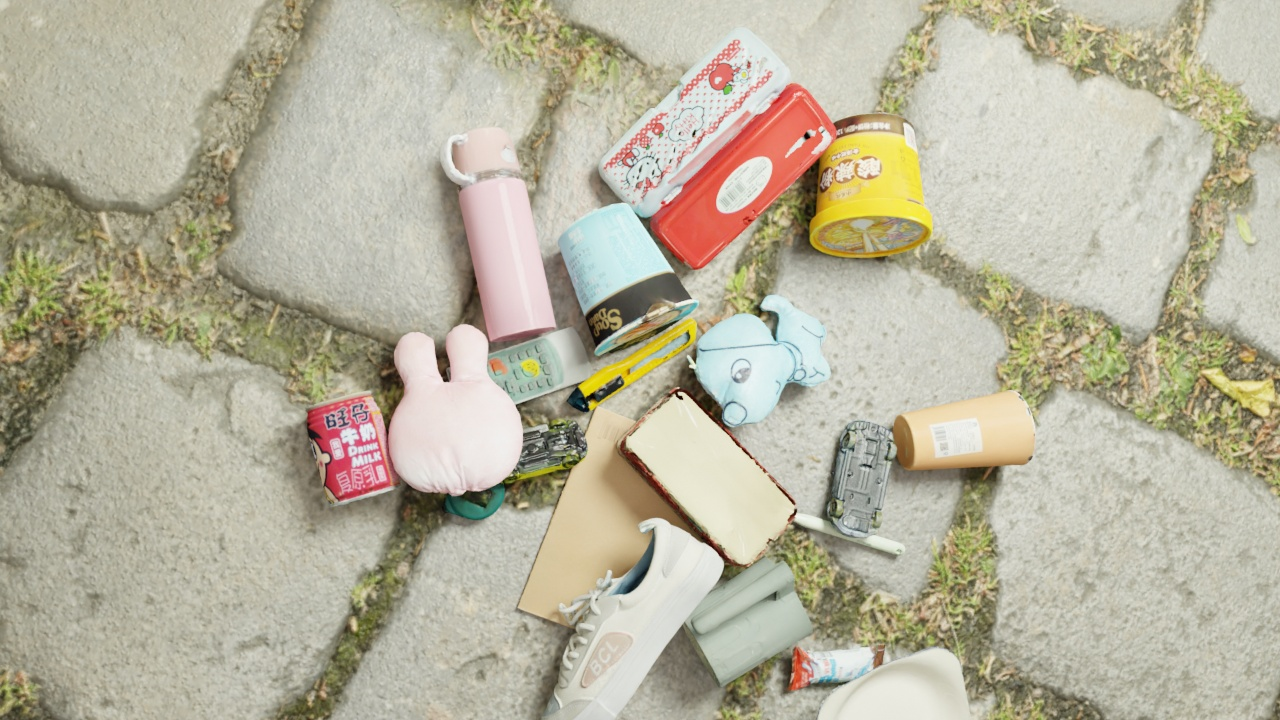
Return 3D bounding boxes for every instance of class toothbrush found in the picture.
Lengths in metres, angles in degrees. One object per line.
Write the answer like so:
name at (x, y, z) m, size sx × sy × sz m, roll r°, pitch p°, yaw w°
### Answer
toothbrush at (0.183, 0.169, 0.934) m, size 0.189 × 0.020 × 0.029 m, roll 17°, pitch 111°, yaw -8°

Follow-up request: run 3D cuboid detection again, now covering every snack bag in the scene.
snack bag at (0.197, 0.308, 0.923) m, size 0.104 × 0.026 × 0.048 m, roll 4°, pitch 96°, yaw -10°

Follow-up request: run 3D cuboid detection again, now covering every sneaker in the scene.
sneaker at (-0.032, 0.250, 0.841) m, size 0.091 × 0.089 × 0.242 m, roll 38°, pitch 93°, yaw -5°

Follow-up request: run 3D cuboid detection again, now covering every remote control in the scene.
remote control at (-0.117, 0.012, 0.893) m, size 0.135 × 0.019 × 0.056 m, roll -18°, pitch 89°, yaw -11°

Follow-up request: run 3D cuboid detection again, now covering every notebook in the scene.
notebook at (-0.013, 0.168, 0.904) m, size 0.149 × 0.012 × 0.211 m, roll 22°, pitch 82°, yaw -6°

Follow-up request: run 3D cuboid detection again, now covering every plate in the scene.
plate at (0.250, 0.371, 0.912) m, size 0.164 × 0.034 × 0.163 m, roll -16°, pitch 101°, yaw -14°

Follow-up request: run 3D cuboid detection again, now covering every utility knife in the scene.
utility knife at (-0.005, 0.005, 0.907) m, size 0.153 × 0.015 × 0.033 m, roll -33°, pitch 128°, yaw -13°

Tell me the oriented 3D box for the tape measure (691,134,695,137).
tape measure at (0.065, -0.203, 0.936) m, size 0.057 × 0.029 × 0.060 m, roll 19°, pitch 82°, yaw -7°

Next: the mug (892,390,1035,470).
mug at (0.328, 0.077, 0.940) m, size 0.122 × 0.078 × 0.078 m, roll -7°, pitch 87°, yaw -6°

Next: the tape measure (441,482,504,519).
tape measure at (-0.157, 0.124, 0.875) m, size 0.054 × 0.025 × 0.058 m, roll 19°, pitch 83°, yaw -7°

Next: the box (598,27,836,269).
box at (0.075, -0.204, 0.892) m, size 0.201 × 0.065 × 0.160 m, roll -43°, pitch 99°, yaw 7°

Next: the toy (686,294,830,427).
toy at (0.117, -0.002, 0.904) m, size 0.156 × 0.050 × 0.161 m, roll 10°, pitch 59°, yaw -13°

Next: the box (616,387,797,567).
box at (0.062, 0.112, 0.871) m, size 0.091 × 0.077 × 0.168 m, roll -44°, pitch 88°, yaw -11°

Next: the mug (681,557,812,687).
mug at (0.096, 0.241, 0.865) m, size 0.103 × 0.124 × 0.083 m, roll -29°, pitch 58°, yaw -9°

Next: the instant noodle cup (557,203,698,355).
instant noodle cup at (-0.019, -0.082, 0.879) m, size 0.111 × 0.111 × 0.120 m, roll -25°, pitch 83°, yaw -11°

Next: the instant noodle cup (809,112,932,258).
instant noodle cup at (0.230, -0.176, 0.923) m, size 0.118 × 0.119 × 0.114 m, roll 4°, pitch 77°, yaw -10°

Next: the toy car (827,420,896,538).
toy car at (0.223, 0.120, 0.934) m, size 0.054 × 0.037 × 0.120 m, roll 16°, pitch 77°, yaw -10°

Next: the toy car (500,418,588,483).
toy car at (-0.103, 0.089, 0.878) m, size 0.105 × 0.032 × 0.048 m, roll -12°, pitch 61°, yaw -19°

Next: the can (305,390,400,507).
can at (-0.264, 0.080, 0.838) m, size 0.066 × 0.066 × 0.094 m, roll -16°, pitch 89°, yaw -11°

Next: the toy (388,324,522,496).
toy at (-0.173, 0.045, 0.843) m, size 0.121 × 0.054 × 0.159 m, roll -8°, pitch 73°, yaw -8°

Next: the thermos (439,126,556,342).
thermos at (-0.138, -0.119, 0.868) m, size 0.067 × 0.087 × 0.198 m, roll -13°, pitch 90°, yaw 34°
